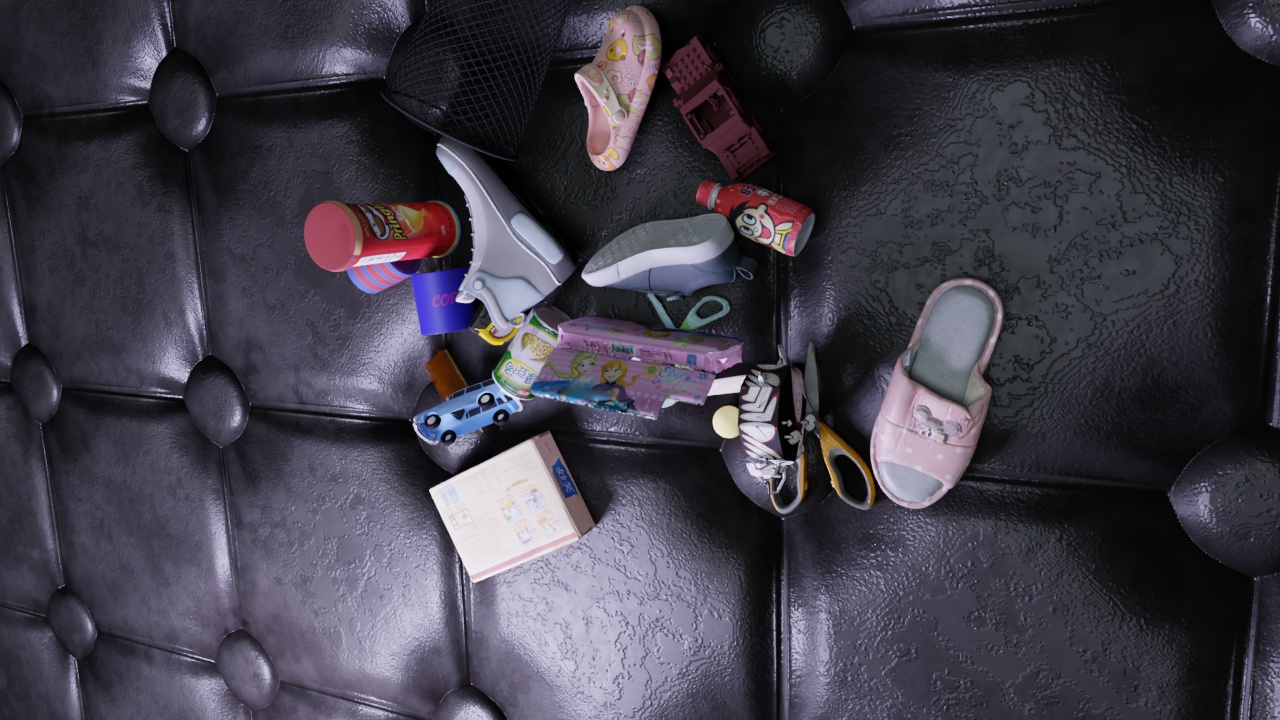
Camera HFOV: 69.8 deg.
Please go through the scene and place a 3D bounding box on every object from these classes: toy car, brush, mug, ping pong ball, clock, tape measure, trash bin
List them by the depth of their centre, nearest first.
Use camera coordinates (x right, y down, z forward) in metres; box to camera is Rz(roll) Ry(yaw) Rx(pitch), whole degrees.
[{"bbox_3d":[0.162,0.081,1.060,0.065,0.114,0.155,1,102,27],"label":"clock"},{"bbox_3d":[0.085,-0.295,1.072,0.070,0.061,0.170,-34,84,27],"label":"toy car"},{"bbox_3d":[-0.191,-0.385,1.132,0.184,0.183,0.210,33,107,17],"label":"trash bin"},{"bbox_3d":[0.110,0.077,1.146,0.040,0.040,0.040,5,102,25],"label":"ping pong ball"},{"bbox_3d":[0.095,0.033,1.151,0.218,0.012,0.033,-9,99,20],"label":"brush"},{"bbox_3d":[-0.194,-0.056,1.258,0.064,0.037,0.065,28,98,-21],"label":"tape measure"},{"bbox_3d":[-0.244,0.071,1.289,0.153,0.056,0.054,-21,47,10],"label":"toy car"},{"bbox_3d":[-0.282,-0.083,1.291,0.111,0.079,0.083,2,102,54],"label":"mug"},{"bbox_3d":[-0.371,-0.161,1.322,0.076,0.075,0.111,-21,64,28],"label":"mug"},{"bbox_3d":[-0.269,0.048,1.337,0.048,0.017,0.126,-35,84,27],"label":"brush"}]

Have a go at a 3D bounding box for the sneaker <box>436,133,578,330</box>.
[{"bbox_3d":[-0.212,-0.166,1.203,0.160,0.093,0.256,-45,79,5],"label":"sneaker"}]

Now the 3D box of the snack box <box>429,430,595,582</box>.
[{"bbox_3d":[-0.184,0.210,1.306,0.208,0.055,0.153,-27,88,27],"label":"snack box"}]

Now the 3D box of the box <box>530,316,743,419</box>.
[{"bbox_3d":[-0.008,-0.003,1.114,0.231,0.160,0.062,10,127,27],"label":"box"}]

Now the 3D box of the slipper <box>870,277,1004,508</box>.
[{"bbox_3d":[0.329,0.041,1.025,0.114,0.054,0.275,18,107,22],"label":"slipper"}]

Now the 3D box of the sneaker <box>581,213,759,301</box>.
[{"bbox_3d":[0.032,-0.115,1.125,0.236,0.089,0.087,-4,132,42],"label":"sneaker"}]

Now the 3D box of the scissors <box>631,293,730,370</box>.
[{"bbox_3d":[0.046,-0.029,1.174,0.173,0.021,0.171,-29,90,32],"label":"scissors"}]

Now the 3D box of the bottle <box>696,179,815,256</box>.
[{"bbox_3d":[0.131,-0.174,1.075,0.137,0.061,0.062,26,110,19],"label":"bottle"}]

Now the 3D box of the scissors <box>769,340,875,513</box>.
[{"bbox_3d":[0.197,0.091,1.118,0.176,0.016,0.225,-26,90,28],"label":"scissors"}]

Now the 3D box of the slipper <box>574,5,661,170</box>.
[{"bbox_3d":[-0.037,-0.327,1.103,0.093,0.081,0.198,42,123,48],"label":"slipper"}]

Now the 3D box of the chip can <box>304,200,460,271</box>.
[{"bbox_3d":[-0.335,-0.170,1.216,0.087,0.212,0.087,5,102,25],"label":"chip can"}]

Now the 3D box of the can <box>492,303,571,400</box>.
[{"bbox_3d":[-0.143,-0.010,1.237,0.067,0.067,0.121,41,114,13],"label":"can"}]
